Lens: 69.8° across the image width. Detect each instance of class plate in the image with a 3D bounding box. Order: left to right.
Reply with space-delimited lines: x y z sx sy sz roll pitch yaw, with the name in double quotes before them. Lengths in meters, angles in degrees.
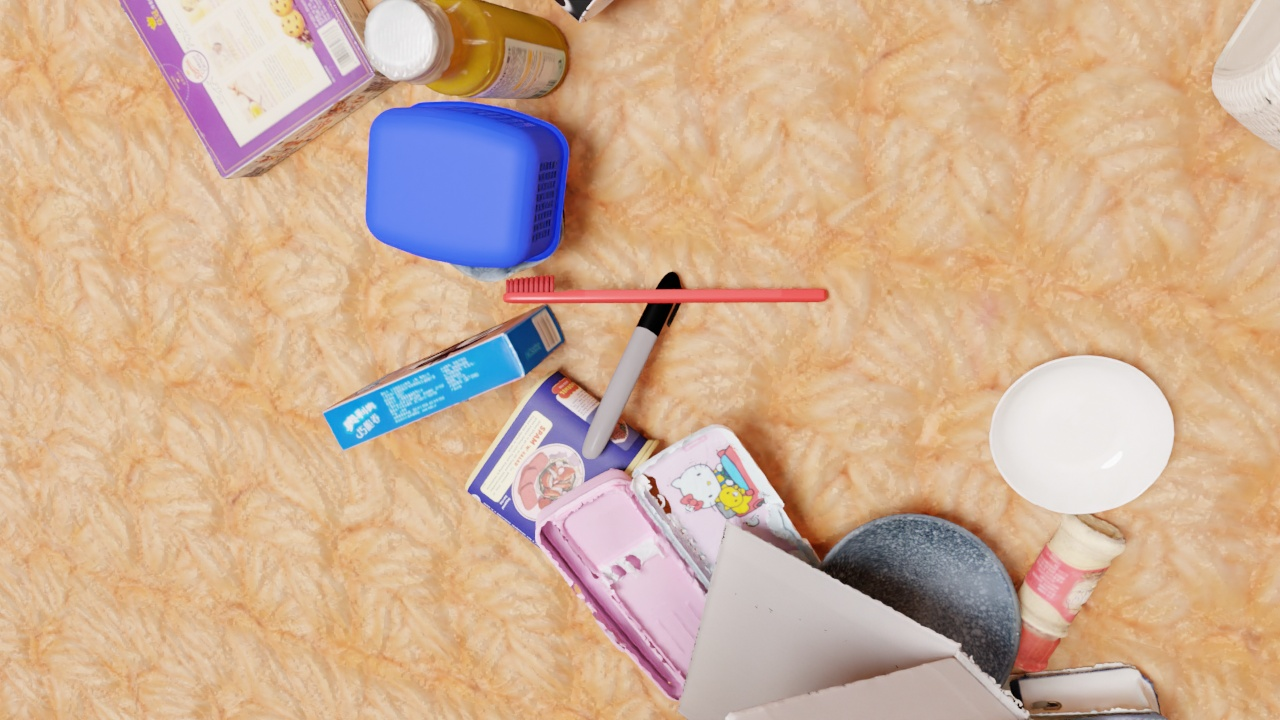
"plate" 0.273 0.044 0.576 0.104 0.026 0.104 4 107 13

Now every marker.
"marker" -0.004 0.004 0.613 0.022 0.016 0.138 22 83 21

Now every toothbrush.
"toothbrush" 0.015 -0.047 0.605 0.212 0.012 0.018 0 80 3

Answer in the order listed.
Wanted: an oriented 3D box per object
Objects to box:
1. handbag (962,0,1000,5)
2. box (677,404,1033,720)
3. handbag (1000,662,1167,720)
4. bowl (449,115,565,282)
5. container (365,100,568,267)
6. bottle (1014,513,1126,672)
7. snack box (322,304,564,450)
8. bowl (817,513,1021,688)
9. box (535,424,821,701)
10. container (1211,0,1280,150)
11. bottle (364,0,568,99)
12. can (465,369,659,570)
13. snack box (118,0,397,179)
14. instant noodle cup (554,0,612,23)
"handbag" 0.144 -0.301 0.421 0.210 0.103 0.209 27 106 4
"box" 0.099 0.189 0.625 0.173 0.421 0.168 9 112 -7
"handbag" 0.269 0.295 0.623 0.176 0.073 0.151 -9 103 17
"bowl" -0.094 -0.111 0.611 0.110 0.055 0.110 4 107 13
"container" -0.108 -0.106 0.555 0.114 0.058 0.096 12 108 11
"bottle" 0.270 0.150 0.599 0.044 0.044 0.109 26 109 6
"snack box" -0.135 0.011 0.639 0.151 0.087 0.034 -22 99 19
"bowl" 0.175 0.169 0.612 0.137 0.057 0.137 0 84 2
"box" 0.038 0.143 0.631 0.152 0.038 0.201 -31 117 4
"container" 0.359 -0.149 0.393 0.143 0.245 0.185 30 114 14
"bottle" -0.094 -0.177 0.523 0.053 0.185 0.053 4 106 13
"can" -0.058 0.077 0.655 0.092 0.056 0.116 37 111 3
"snack box" -0.262 -0.223 0.631 0.148 0.040 0.143 -26 98 20
"instant noodle cup" -0.045 -0.272 0.527 0.124 0.123 0.122 -39 102 21
